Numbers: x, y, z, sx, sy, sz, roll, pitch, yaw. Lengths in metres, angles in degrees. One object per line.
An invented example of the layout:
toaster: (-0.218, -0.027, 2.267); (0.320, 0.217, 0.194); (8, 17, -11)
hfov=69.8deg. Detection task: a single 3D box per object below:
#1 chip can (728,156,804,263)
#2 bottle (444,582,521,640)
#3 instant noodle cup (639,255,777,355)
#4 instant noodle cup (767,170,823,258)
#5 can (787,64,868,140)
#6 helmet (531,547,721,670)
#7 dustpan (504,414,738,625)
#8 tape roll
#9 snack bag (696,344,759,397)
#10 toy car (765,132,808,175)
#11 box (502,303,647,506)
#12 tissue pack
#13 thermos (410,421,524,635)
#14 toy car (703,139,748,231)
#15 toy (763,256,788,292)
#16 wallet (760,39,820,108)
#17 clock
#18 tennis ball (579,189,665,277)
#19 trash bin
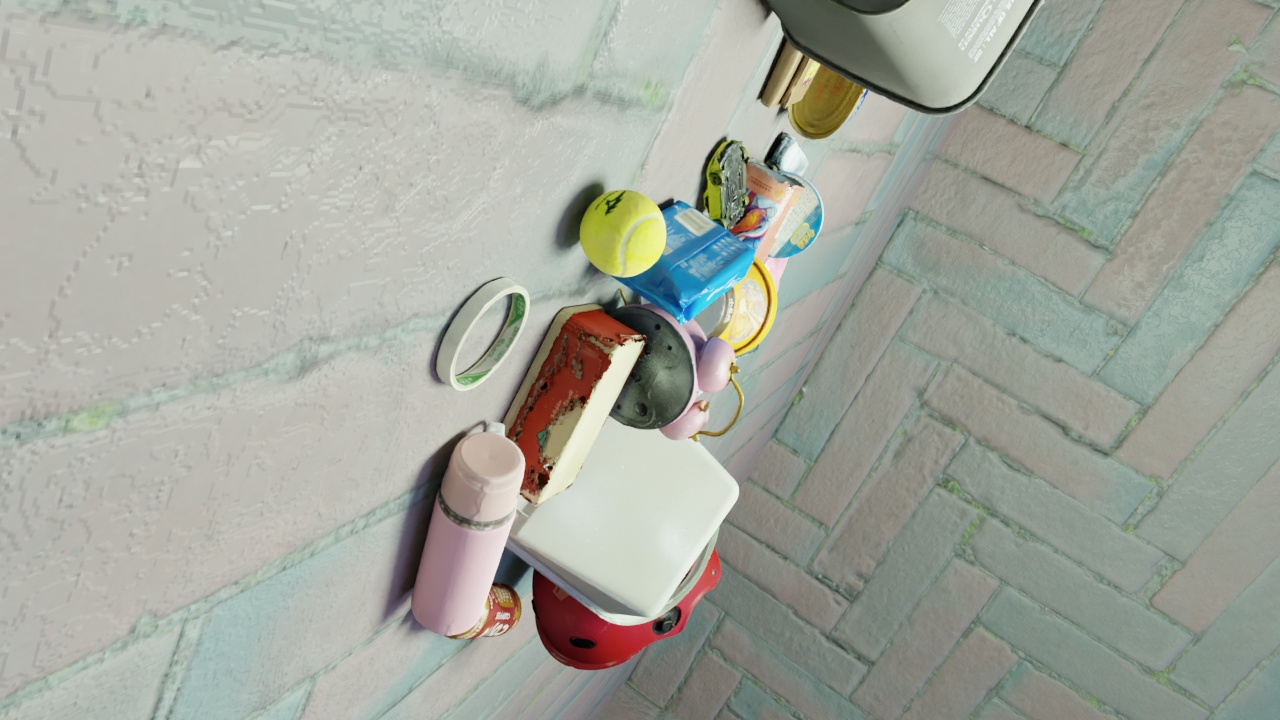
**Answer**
chip can: (0.102, -0.112, 1.018); (0.215, 0.071, 0.071); (-63, 165, 21)
bottle: (-0.168, 0.252, 0.929); (0.057, 0.057, 0.175); (-55, 166, -8)
instant noodle cup: (0.064, -0.061, 0.935); (0.114, 0.118, 0.119); (-5, 127, -62)
instant noodle cup: (0.169, -0.175, 1.083); (0.099, 0.099, 0.109); (-62, 173, 17)
can: (0.209, -0.305, 0.960); (0.049, 0.074, 0.148); (-42, 159, -53)
helmet: (-0.034, 0.234, 1.092); (0.239, 0.207, 0.144); (-42, 138, -27)
dustpan: (-0.016, 0.157, 0.964); (0.222, 0.257, 0.143); (-52, -173, -18)
tape roll: (-0.109, -0.018, 0.641); (0.085, 0.014, 0.086); (-52, 164, -21)
snack bag: (0.060, 0.028, 1.097); (0.191, 0.039, 0.110); (-36, 173, 8)
toy car: (0.174, -0.236, 1.075); (0.043, 0.034, 0.090); (-56, 165, 9)
box: (-0.060, 0.042, 0.804); (0.168, 0.077, 0.091); (-62, 165, 16)
tissue pack: (0.034, -0.086, 0.809); (0.156, 0.095, 0.052); (-38, 162, -51)
thermos: (-0.145, 0.140, 0.775); (0.087, 0.067, 0.199); (-91, -163, -52)
toy car: (0.082, -0.173, 0.910); (0.048, 0.032, 0.105); (-49, 152, -28)
toy: (0.136, -0.090, 1.167); (0.194, 0.074, 0.179); (-52, 176, -32)
wallet: (0.163, -0.306, 0.898); (0.090, 0.033, 0.115); (-39, 161, -53)
clock: (0.024, 0.011, 0.851); (0.059, 0.158, 0.117); (-28, 149, -57)
tennis ball: (-0.013, -0.095, 0.689); (0.065, 0.065, 0.065); (-52, 165, -21)
trash bin: (0.183, -0.309, 0.653); (0.199, 0.199, 0.219); (-62, 159, 17)
